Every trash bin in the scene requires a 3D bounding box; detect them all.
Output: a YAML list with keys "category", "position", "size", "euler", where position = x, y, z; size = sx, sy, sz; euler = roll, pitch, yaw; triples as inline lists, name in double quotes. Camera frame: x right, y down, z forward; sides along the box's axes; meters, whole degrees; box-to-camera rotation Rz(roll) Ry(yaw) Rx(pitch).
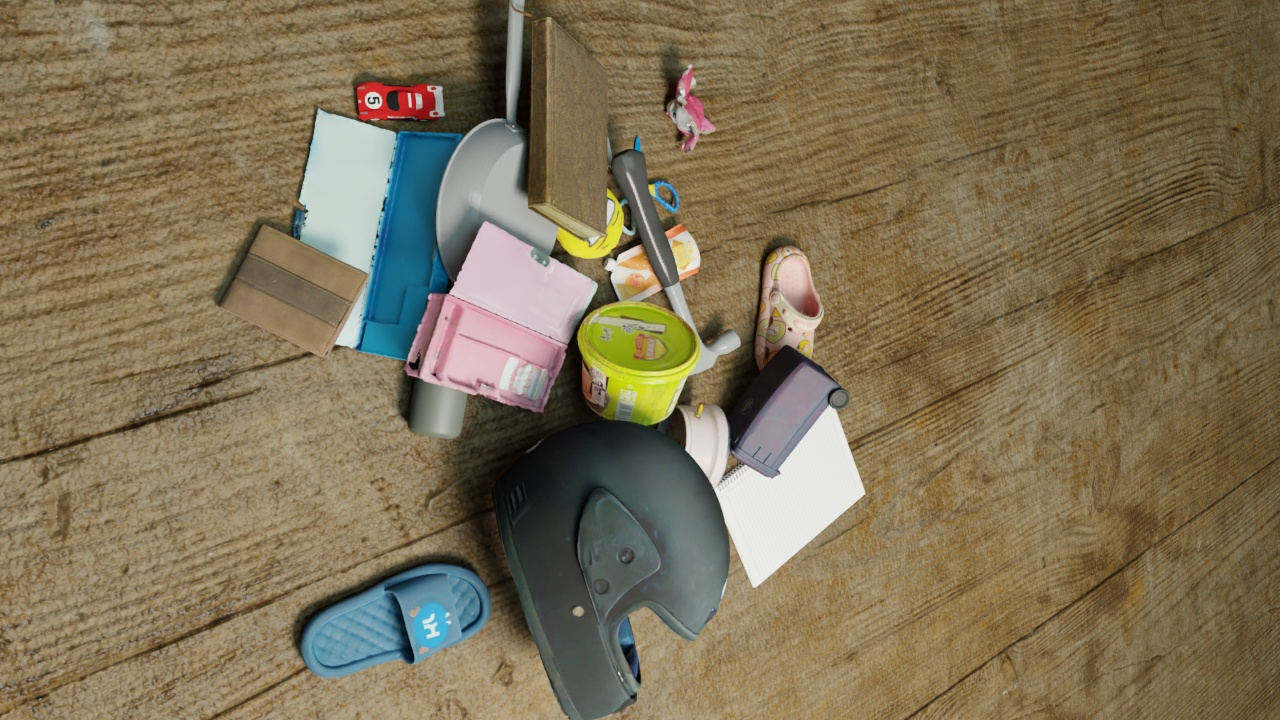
- category: "trash bin"
  position: [0.187, 0.071, 1.233]
  size: [0.092, 0.093, 0.161]
  euler: [32, 102, -21]

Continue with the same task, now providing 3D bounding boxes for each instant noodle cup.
- category: "instant noodle cup"
  position: [-0.007, 0.006, 1.104]
  size: [0.146, 0.146, 0.098]
  euler: [-17, 137, -30]

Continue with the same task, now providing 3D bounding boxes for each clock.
- category: "clock"
  position: [0.059, 0.129, 1.177]
  size: [0.058, 0.117, 0.158]
  euler: [10, 89, -22]

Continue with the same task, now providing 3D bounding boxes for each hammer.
- category: "hammer"
  position: [0.028, -0.115, 1.151]
  size: [0.125, 0.029, 0.311]
  euler: [-30, 118, -14]

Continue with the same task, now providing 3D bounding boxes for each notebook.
- category: "notebook"
  position: [-0.088, -0.259, 1.013]
  size: [0.190, 0.034, 0.215]
  euler: [19, 70, -65]
- category: "notebook"
  position: [0.223, 0.190, 1.343]
  size: [0.245, 0.013, 0.178]
  euler: [-33, 112, -26]

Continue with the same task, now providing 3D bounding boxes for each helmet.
- category: "helmet"
  position: [-0.015, 0.220, 1.032]
  size: [0.236, 0.249, 0.316]
  euler: [-18, 85, -1]

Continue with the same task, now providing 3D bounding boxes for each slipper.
- category: "slipper"
  position: [0.219, -0.062, 1.279]
  size: [0.093, 0.082, 0.197]
  euler: [2, 91, -33]
- category: "slipper"
  position: [-0.266, 0.289, 1.018]
  size: [0.213, 0.059, 0.104]
  euler: [-10, 97, -30]

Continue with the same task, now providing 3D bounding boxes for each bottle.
- category: "bottle"
  position: [-0.222, 0.030, 1.021]
  size: [0.060, 0.060, 0.108]
  euler: [10, 89, -32]

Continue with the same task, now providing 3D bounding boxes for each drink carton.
- category: "drink carton"
  position: [0.014, -0.121, 1.176]
  size: [0.122, 0.039, 0.069]
  euler: [-29, 109, -21]

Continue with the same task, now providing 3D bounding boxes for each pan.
- category: "pan"
  position: [-0.139, -0.239, 1.001]
  size: [0.200, 0.051, 0.357]
  euler: [-6, 106, -63]

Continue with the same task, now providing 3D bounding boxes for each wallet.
- category: "wallet"
  position: [-0.349, -0.070, 0.927]
  size: [0.121, 0.027, 0.098]
  euler: [25, 79, -1]

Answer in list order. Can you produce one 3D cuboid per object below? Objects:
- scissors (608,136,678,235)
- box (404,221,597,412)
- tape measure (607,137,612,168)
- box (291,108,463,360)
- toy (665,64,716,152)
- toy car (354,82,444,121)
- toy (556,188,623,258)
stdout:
- category: "scissors"
  position: [-0.007, -0.216, 1.165]
  size: [0.125, 0.015, 0.127]
  euler: [35, 73, -24]
- category: "box"
  position: [-0.147, -0.041, 1.010]
  size: [0.232, 0.039, 0.179]
  euler: [27, 86, -60]
- category: "tape measure"
  position: [-0.068, -0.256, 1.114]
  size: [0.064, 0.017, 0.064]
  euler: [-12, 93, -30]
- category: "box"
  position: [-0.278, -0.129, 0.981]
  size: [0.170, 0.071, 0.243]
  euler: [11, 88, -1]
- category: "toy"
  position: [0.058, -0.325, 1.176]
  size: [0.065, 0.050, 0.102]
  euler: [-53, 140, -41]
- category: "toy car"
  position: [-0.260, -0.279, 0.991]
  size: [0.089, 0.025, 0.038]
  euler: [-8, 98, -31]
- category: "toy"
  position: [-0.063, -0.170, 1.115]
  size: [0.094, 0.041, 0.095]
  euler: [35, 74, -25]
